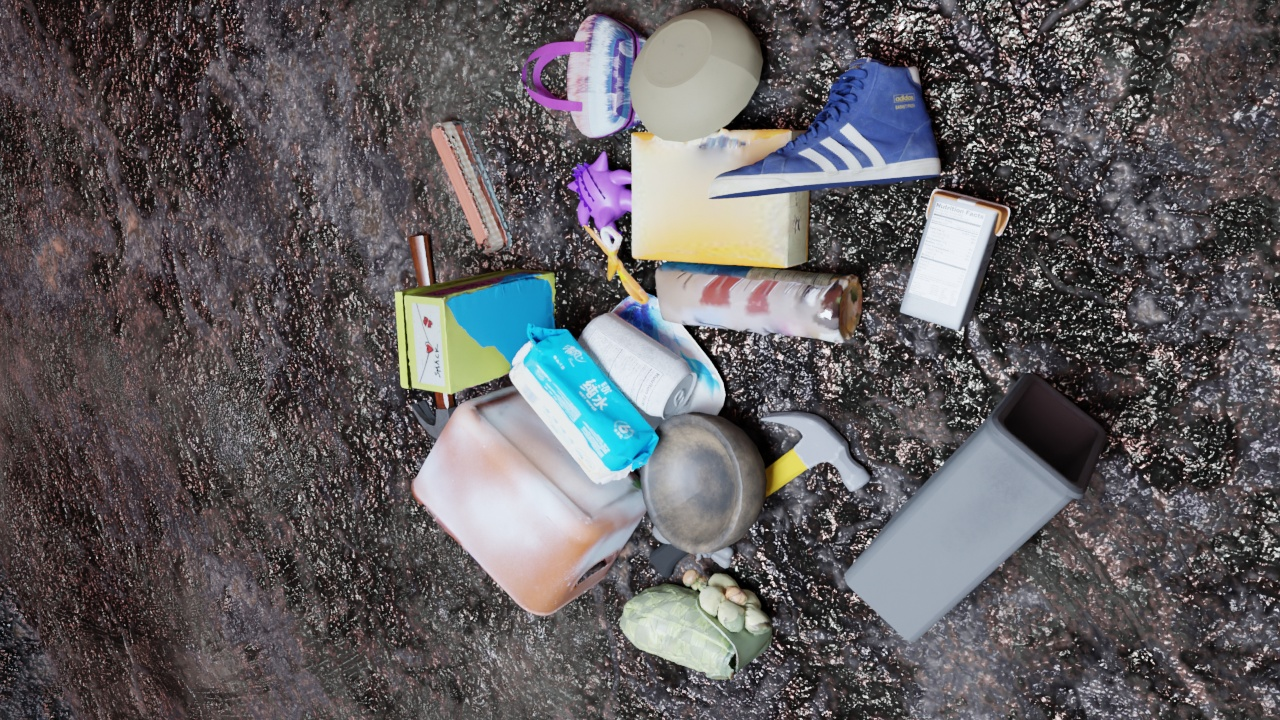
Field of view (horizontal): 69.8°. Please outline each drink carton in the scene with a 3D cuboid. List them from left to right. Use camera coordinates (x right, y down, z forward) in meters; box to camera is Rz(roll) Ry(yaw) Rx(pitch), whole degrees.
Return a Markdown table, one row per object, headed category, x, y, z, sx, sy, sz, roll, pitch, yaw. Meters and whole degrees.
| category | x | y | z | sx | sy | sz | roll | pitch | yaw |
| --- | --- | --- | --- | --- | --- | --- | --- | --- | --- |
| drink carton | 0.310 | -0.101 | 0.911 | 0.076 | 0.048 | 0.125 | 22 | 113 | 26 |

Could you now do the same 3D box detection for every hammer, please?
| category | x | y | z | sx | sy | sz | roll | pitch | yaw |
| --- | --- | --- | --- | --- | --- | --- | --- | --- | --- |
| hammer | -0.297 | -0.031 | 1.324 | 0.111 | 0.028 | 0.301 | -1 | 101 | 31 |
| hammer | 0.120 | 0.173 | 1.115 | 0.325 | 0.029 | 0.127 | -43 | 78 | 33 |

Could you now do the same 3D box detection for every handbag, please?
| category | x | y | z | sx | sy | sz | roll | pitch | yaw |
| --- | --- | --- | --- | --- | --- | --- | --- | --- | --- |
| handbag | -0.071 | -0.335 | 1.090 | 0.170 | 0.067 | 0.145 | 15 | 109 | 35 |
| handbag | 0.071 | 0.314 | 1.132 | 0.187 | 0.113 | 0.117 | 15 | 102 | 29 |

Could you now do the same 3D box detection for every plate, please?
| category | x | y | z | sx | sy | sz | roll | pitch | yaw |
| --- | --- | --- | --- | --- | --- | --- | --- | --- | --- |
| plate | 0.008 | 0.025 | 1.152 | 0.187 | 0.016 | 0.187 | -45 | 77 | 32 |

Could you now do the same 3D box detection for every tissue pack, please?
| category | x | y | z | sx | sy | sz | roll | pitch | yaw |
| --- | --- | --- | --- | --- | --- | --- | --- | --- | --- |
| tissue pack | -0.075 | 0.052 | 1.090 | 0.209 | 0.065 | 0.117 | 48 | 149 | 2 |

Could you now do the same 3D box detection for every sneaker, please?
| category | x | y | z | sx | sy | sz | roll | pitch | yaw |
| --- | --- | --- | --- | --- | --- | --- | --- | --- | --- |
| sneaker | 0.176 | -0.229 | 0.891 | 0.233 | 0.091 | 0.118 | -6 | 96 | -5 |

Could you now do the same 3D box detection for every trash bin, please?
| category | x | y | z | sx | sy | sz | roll | pitch | yaw |
| --- | --- | --- | --- | --- | --- | --- | --- | --- | --- |
| trash bin | -0.134 | 0.167 | 1.183 | 0.260 | 0.181 | 0.158 | 42 | 118 | 17 |
| trash bin | 0.321 | 0.138 | 0.882 | 0.097 | 0.191 | 0.220 | 43 | 122 | 16 |

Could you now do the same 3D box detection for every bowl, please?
| category | x | y | z | sx | sy | sz | roll | pitch | yaw |
| --- | --- | --- | --- | --- | --- | --- | --- | --- | --- |
| bowl | 0.050 | -0.313 | 0.979 | 0.153 | 0.050 | 0.152 | -11 | 67 | 27 |
| bowl | 0.080 | 0.140 | 1.069 | 0.162 | 0.070 | 0.162 | 2 | 92 | 46 |

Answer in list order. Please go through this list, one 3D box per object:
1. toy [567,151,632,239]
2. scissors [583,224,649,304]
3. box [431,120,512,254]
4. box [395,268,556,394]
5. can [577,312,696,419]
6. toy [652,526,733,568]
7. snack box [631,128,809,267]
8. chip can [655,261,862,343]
| category | x | y | z | sx | sy | sz | roll | pitch | yaw |
| --- | --- | --- | --- | --- | --- | --- | --- | --- | --- |
| toy | -0.046 | -0.198 | 1.106 | 0.106 | 0.055 | 0.088 | -35 | 82 | 37 |
| scissors | -0.030 | -0.120 | 1.098 | 0.125 | 0.011 | 0.130 | 50 | 162 | 15 |
| box | -0.228 | -0.229 | 1.218 | 0.060 | 0.058 | 0.187 | -24 | 91 | 2 |
| box | -0.197 | -0.042 | 1.145 | 0.082 | 0.220 | 0.124 | 7 | 108 | 28 |
| can | -0.007 | 0.006 | 1.098 | 0.136 | 0.078 | 0.078 | 34 | 118 | 21 |
| toy | 0.062 | 0.222 | 1.132 | 0.112 | 0.030 | 0.049 | 22 | 129 | 22 |
| snack box | 0.083 | -0.182 | 1.014 | 0.196 | 0.080 | 0.145 | 7 | 105 | 31 |
| chip can | 0.124 | -0.067 | 1.020 | 0.230 | 0.079 | 0.080 | 8 | 106 | 31 |
